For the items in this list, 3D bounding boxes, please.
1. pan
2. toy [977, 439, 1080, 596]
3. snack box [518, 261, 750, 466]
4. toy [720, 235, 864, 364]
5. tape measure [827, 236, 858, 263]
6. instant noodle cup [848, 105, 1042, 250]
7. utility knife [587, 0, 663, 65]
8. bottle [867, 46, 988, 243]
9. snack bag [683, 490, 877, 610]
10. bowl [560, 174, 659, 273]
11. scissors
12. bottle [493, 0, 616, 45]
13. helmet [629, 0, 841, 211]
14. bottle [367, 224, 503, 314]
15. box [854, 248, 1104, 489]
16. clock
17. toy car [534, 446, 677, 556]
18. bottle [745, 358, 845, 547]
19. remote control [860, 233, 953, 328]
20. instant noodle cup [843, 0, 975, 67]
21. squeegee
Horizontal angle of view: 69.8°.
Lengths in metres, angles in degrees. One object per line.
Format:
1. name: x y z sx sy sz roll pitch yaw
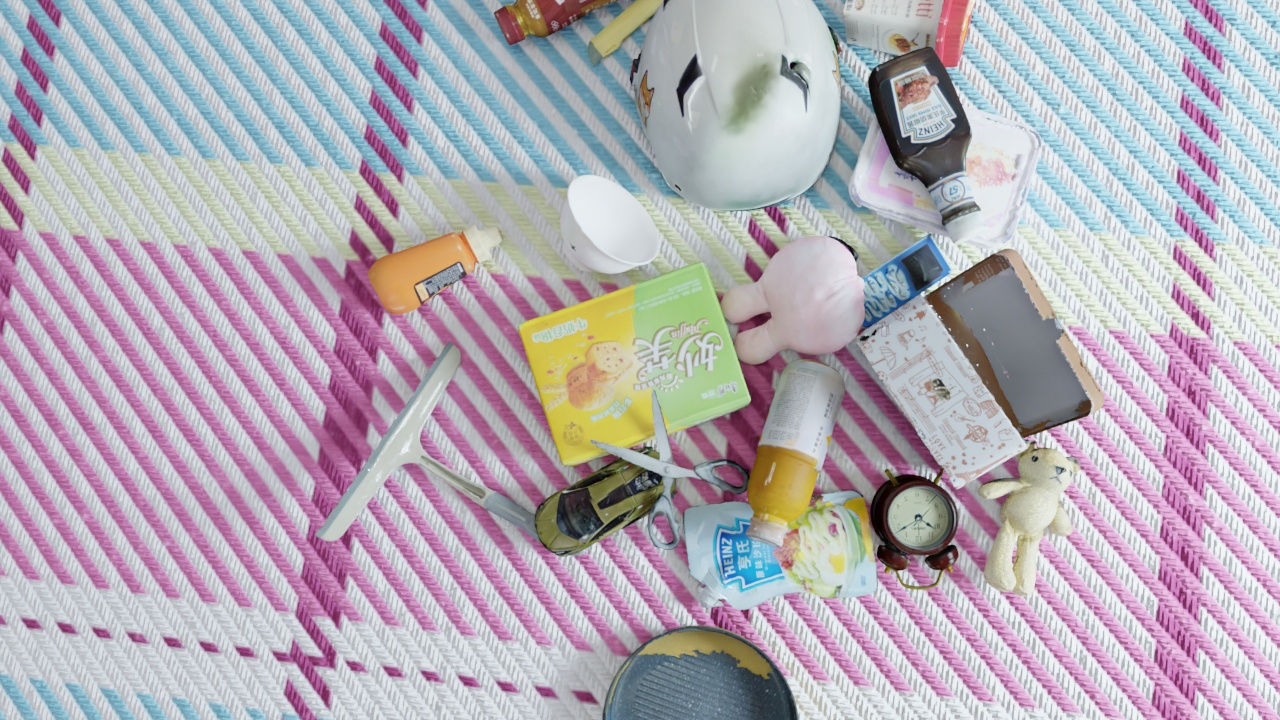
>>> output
1. pan: 0.136 0.389 0.907 0.357 0.078 0.197 16 85 6
2. toy: 0.389 0.159 0.919 0.105 0.066 0.157 23 79 1
3. snack box: -0.006 0.006 0.967 0.210 0.070 0.157 -19 82 2
4. toy: 0.157 -0.058 0.950 0.160 0.054 0.121 -21 84 35
5. tape measure: 0.200 -0.103 0.978 0.058 0.039 0.057 21 86 7
6. instant noodle cup: 0.316 -0.196 0.970 0.173 0.060 0.138 19 85 8
7. utility knife: 0.023 -0.412 1.038 0.216 0.022 0.031 -40 83 6
8. bottle: 0.295 -0.213 0.922 0.080 0.044 0.195 -20 83 3
9. snack bag: 0.143 0.197 0.951 0.191 0.039 0.110 -7 86 6
10. bowl: -0.045 -0.132 0.982 0.118 0.118 0.065 54 129 8
11. scissors: 0.033 0.110 0.928 0.159 0.014 0.179 -10 110 -9
12. bottle: -0.078 -0.409 1.026 0.175 0.057 0.057 -26 82 1
13. helmet: 0.101 -0.300 0.950 0.230 0.157 0.274 -6 83 3
14. bottle: -0.220 -0.107 1.004 0.149 0.067 0.066 -28 82 -6
15. box: 0.338 0.004 0.900 0.175 0.151 0.182 -35 82 18
16. clock: 0.280 0.171 0.932 0.082 0.055 0.122 -1 85 4
17. toy car: -0.035 0.148 0.957 0.158 0.042 0.070 -29 82 -12
18. bottle: 0.153 0.094 0.933 0.068 0.068 0.189 18 76 6
19. remote control: 0.269 -0.083 0.968 0.124 0.024 0.049 -32 92 -10
20. instant noodle cup: 0.287 -0.379 0.973 0.124 0.116 0.116 15 85 18
21. squeegee: -0.166 0.143 0.980 0.246 0.039 0.246 30 68 0
